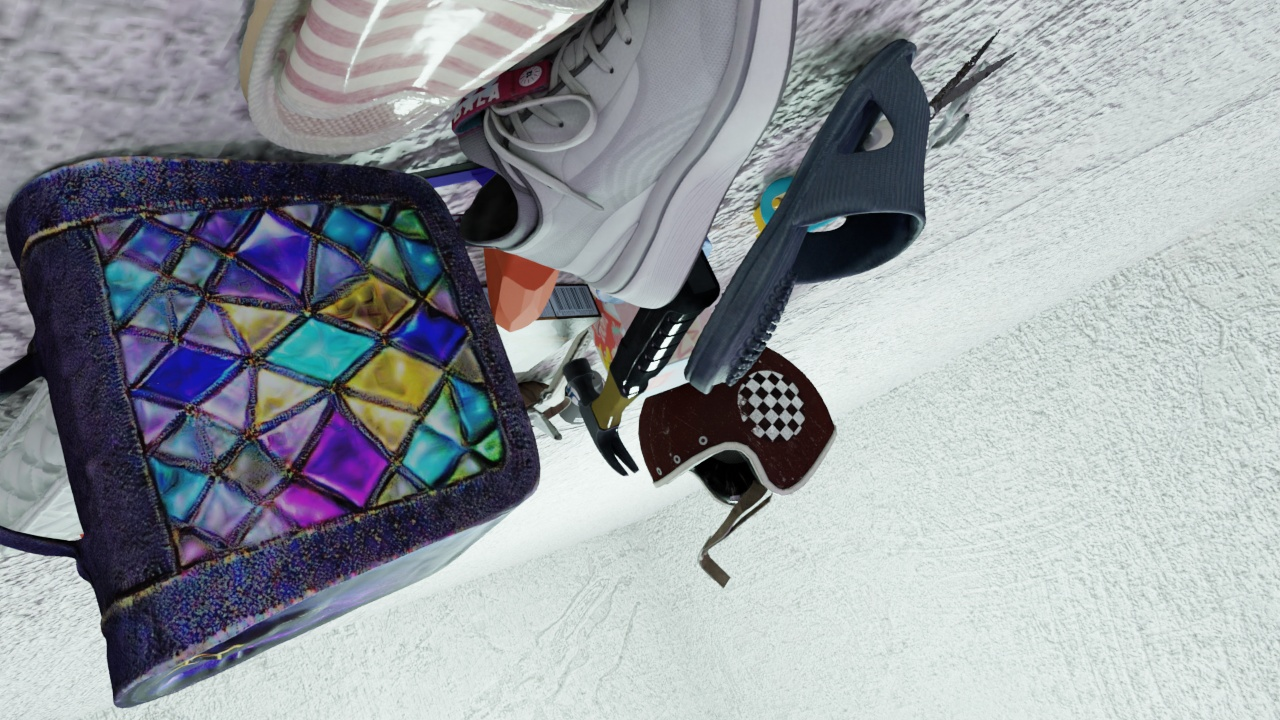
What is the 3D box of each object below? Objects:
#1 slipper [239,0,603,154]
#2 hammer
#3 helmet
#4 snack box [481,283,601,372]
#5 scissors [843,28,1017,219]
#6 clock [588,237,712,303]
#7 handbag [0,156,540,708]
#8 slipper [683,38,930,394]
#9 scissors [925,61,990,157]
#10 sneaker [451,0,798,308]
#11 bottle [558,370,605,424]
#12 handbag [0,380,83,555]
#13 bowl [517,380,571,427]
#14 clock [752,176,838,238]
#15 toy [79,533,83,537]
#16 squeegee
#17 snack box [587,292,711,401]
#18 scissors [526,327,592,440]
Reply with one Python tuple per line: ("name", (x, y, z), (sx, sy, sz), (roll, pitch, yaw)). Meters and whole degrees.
("slipper", (-0.053, -0.145, 0.309), (0.114, 0.052, 0.264), (-10, 161, -49))
("hammer", (-0.004, 0.004, 0.675), (0.025, 0.118, 0.334), (-20, 166, -19))
("helmet", (0.117, 0.104, 1.130), (0.233, 0.253, 0.234), (-45, 180, -19))
("snack box", (-0.129, -0.020, 0.710), (0.101, 0.031, 0.185), (-33, 164, 35))
("scissors", (0.192, -0.161, 0.657), (0.163, 0.012, 0.154), (-18, 139, -11))
("clock", (0.002, -0.077, 0.670), (0.089, 0.052, 0.125), (-23, 167, -7))
("handbag", (-0.178, 0.026, 0.411), (0.221, 0.204, 0.126), (-13, 162, -33))
("slipper", (0.120, -0.077, 0.554), (0.263, 0.082, 0.101), (-56, 174, -19))
("scissors", (0.223, -0.163, 0.723), (0.141, 0.014, 0.165), (-41, 164, -20))
("sneaker", (-0.015, -0.122, 0.411), (0.128, 0.096, 0.264), (5, 148, -16))
("bottle", (-0.064, 0.038, 1.023), (0.047, 0.047, 0.113), (-19, 166, -22))
("handbag", (-0.305, 0.039, 0.557), (0.195, 0.072, 0.138), (-33, 173, 32))
("bowl", (-0.135, 0.050, 0.976), (0.119, 0.032, 0.119), (-22, 167, -6))
("clock", (0.137, -0.127, 0.736), (0.099, 0.043, 0.130), (-21, 174, -11))
("toy", (-0.362, 0.122, 0.681), (0.097, 0.119, 0.100), (-19, 163, -22))
("squeegee", (-0.075, -0.064, 0.574), (0.249, 0.055, 0.185), (-15, 162, -19))
("snack box", (0.007, -0.028, 0.780), (0.079, 0.094, 0.093), (-19, 167, -18))
("scissors", (-0.101, 0.028, 0.892), (0.179, 0.015, 0.199), (-38, 147, 10))
